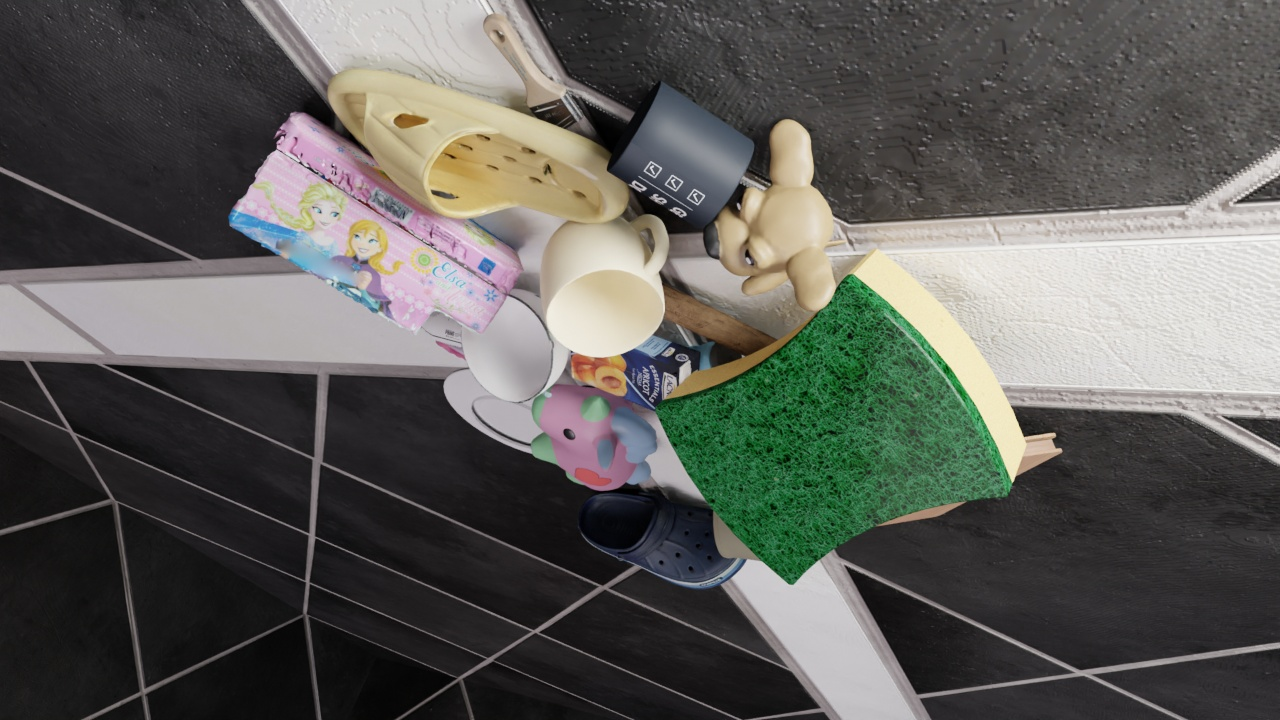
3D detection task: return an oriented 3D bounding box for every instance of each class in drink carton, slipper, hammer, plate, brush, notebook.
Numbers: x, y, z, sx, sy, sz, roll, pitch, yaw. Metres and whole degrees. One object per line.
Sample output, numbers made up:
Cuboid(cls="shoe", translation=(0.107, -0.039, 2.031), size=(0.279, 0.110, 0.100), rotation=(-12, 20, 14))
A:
Cuboid(cls="drink carton", translation=(-0.005, 0.005, 0.888), size=(0.130, 0.040, 0.064), rotation=(21, 129, 28))
Cuboid(cls="slipper", translation=(0.021, 0.231, 1.223), size=(0.253, 0.105, 0.095), rotation=(7, 155, 28))
Cuboid(cls="hammer", translation=(0.119, -0.005, 0.825), size=(0.322, 0.040, 0.130), rotation=(26, 131, 2))
Cuboid(cls="plate", translation=(-0.157, 0.077, 1.175), size=(0.209, 0.015, 0.209), rotation=(16, 150, 9))
Cuboid(cls="brush", translation=(0.155, 0.054, 0.751), size=(0.251, 0.075, 0.195), rotation=(-37, 92, 40))
Cuboid(cls="slipper", translation=(-0.137, -0.148, 0.720), size=(0.261, 0.079, 0.111), rotation=(18, 158, 13))
Cuboid(cls="brush", translation=(-0.068, -0.193, 0.681), size=(0.039, 0.012, 0.151), rotation=(-3, 142, 37))
Cuboid(cls="notebook", translation=(0.273, 0.126, 0.890), size=(0.169, 0.022, 0.211), rotation=(-5, 156, -19))

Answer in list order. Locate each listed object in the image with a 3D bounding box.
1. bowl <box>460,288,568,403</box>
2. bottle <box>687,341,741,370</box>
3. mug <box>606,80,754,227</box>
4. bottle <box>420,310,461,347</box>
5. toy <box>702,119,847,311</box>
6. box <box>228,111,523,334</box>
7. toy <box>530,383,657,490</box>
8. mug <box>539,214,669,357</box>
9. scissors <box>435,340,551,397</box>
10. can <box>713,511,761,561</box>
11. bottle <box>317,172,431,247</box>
Cuboid(cls="bowl", translation=(-0.118, -0.020, 0.922), size=(0.113, 0.063, 0.113), rotation=(11, 112, 28))
Cuboid(cls="bottle", translation=(0.047, 0.007, 0.906), size=(0.130, 0.040, 0.040), rotation=(-13, 136, 44))
Cuboid(cls="mug", translation=(0.023, -0.144, 0.657), size=(0.077, 0.071, 0.105), rotation=(30, 176, -14))
Cuboid(cls="bottle", translation=(-0.196, -0.035, 0.991), size=(0.116, 0.041, 0.041), rotation=(15, 150, 12))
Cuboid(cls="toy", translation=(0.100, -0.090, 0.671), size=(0.106, 0.134, 0.108), rotation=(-9, 172, 8))
Cuboid(cls="box", translation=(-0.225, -0.107, 0.803), size=(0.230, 0.106, 0.086), rotation=(33, -170, -20))
Cuboid(cls="toy", translation=(-0.039, 0.093, 1.043), size=(0.171, 0.120, 0.222), rotation=(3, 151, 36))
Cuboid(cls="mug", translation=(-0.026, -0.077, 0.759), size=(0.120, 0.099, 0.096), rotation=(-36, 131, 23))
Cuboid(cls="scissors", translation=(-0.148, 0.018, 1.024), size=(0.179, 0.016, 0.105), rotation=(21, 166, 34))
Cuboid(cls="can", translation=(0.136, 0.158, 1.011), size=(0.073, 0.127, 0.128), rotation=(4, 146, 24))
Cuboid(cls="bottle", translation=(-0.248, -0.123, 0.861), size=(0.137, 0.061, 0.062), rotation=(37, 147, -24))
